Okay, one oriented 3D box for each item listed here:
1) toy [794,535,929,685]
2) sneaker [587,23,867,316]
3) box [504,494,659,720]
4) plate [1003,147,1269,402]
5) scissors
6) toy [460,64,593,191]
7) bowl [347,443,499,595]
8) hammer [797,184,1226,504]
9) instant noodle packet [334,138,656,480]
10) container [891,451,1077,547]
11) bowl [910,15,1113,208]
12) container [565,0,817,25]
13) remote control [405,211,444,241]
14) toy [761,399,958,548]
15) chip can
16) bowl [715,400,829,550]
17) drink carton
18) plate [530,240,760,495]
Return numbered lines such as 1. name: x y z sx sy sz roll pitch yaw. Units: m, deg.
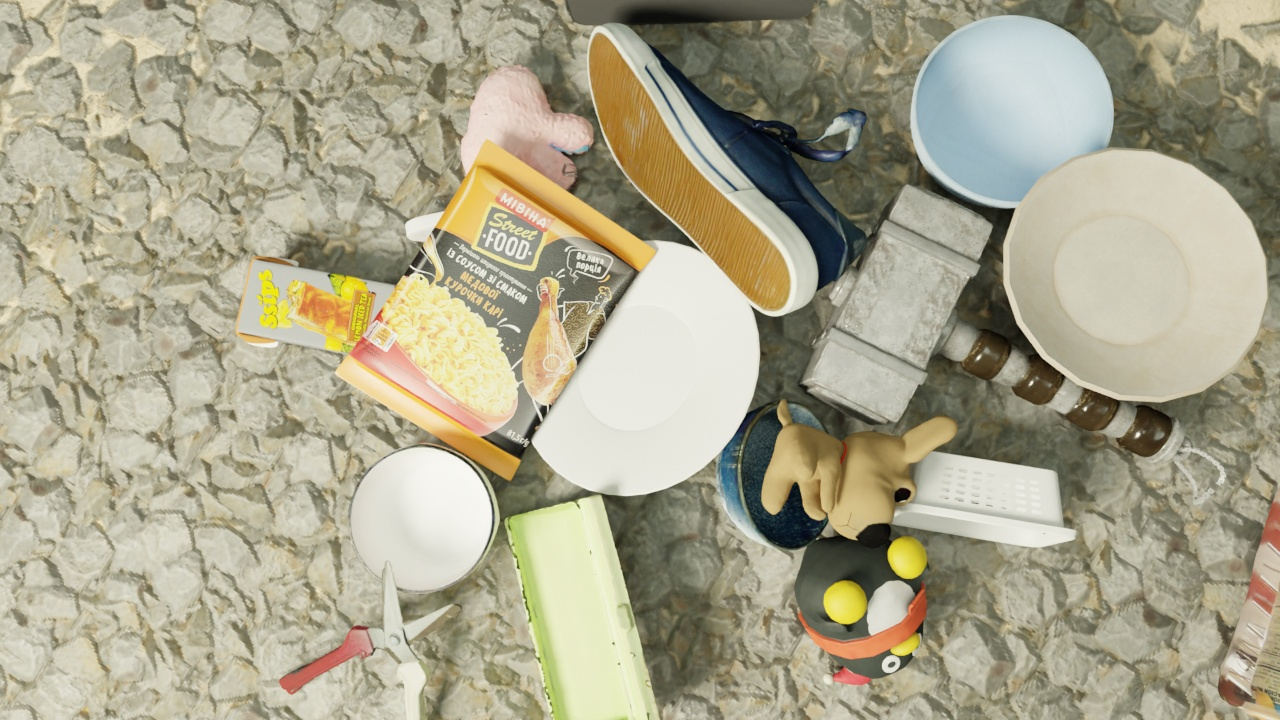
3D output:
1. toy: 0.171 0.192 0.697 0.097 0.100 0.119 -29 107 -19
2. sneaker: 0.071 -0.172 0.723 0.127 0.121 0.294 -28 66 -26
3. box: -0.038 0.202 0.724 0.131 0.064 0.188 -23 80 43
4. plate: 0.357 -0.062 0.671 0.189 0.027 0.188 0 80 1
5. scissors: -0.198 0.252 0.723 0.199 0.015 0.179 -27 98 22
6. toy: -0.095 -0.185 0.768 0.105 0.053 0.108 21 86 -6
7. bowl: -0.167 0.124 0.734 0.116 0.065 0.116 0 85 3
8. hammer: 0.300 0.010 0.712 0.326 0.079 0.177 27 87 4
9. instant noodle packet: -0.114 -0.039 0.729 0.160 0.032 0.221 33 89 -8
10. container: 0.259 0.106 0.708 0.129 0.081 0.049 9 74 4
11. bowl: 0.284 -0.187 0.732 0.150 0.075 0.150 0 85 2
12. container: 0.039 -0.364 0.717 0.241 0.163 0.130 -1 85 3
13. remote control: -0.128 -0.120 0.765 0.136 0.043 0.013 -11 84 2
14. toy: 0.148 0.082 0.668 0.108 0.134 0.105 17 48 -12
15. chip can: 0.506 0.160 0.688 0.080 0.080 0.229 19 86 5
16. bowl: 0.096 0.089 0.717 0.114 0.061 0.114 6 81 -41
17. drink carton: -0.262 -0.040 0.763 0.125 0.048 0.076 11 85 4
18. plate: -0.004 0.004 0.732 0.209 0.015 0.208 -7 72 22
